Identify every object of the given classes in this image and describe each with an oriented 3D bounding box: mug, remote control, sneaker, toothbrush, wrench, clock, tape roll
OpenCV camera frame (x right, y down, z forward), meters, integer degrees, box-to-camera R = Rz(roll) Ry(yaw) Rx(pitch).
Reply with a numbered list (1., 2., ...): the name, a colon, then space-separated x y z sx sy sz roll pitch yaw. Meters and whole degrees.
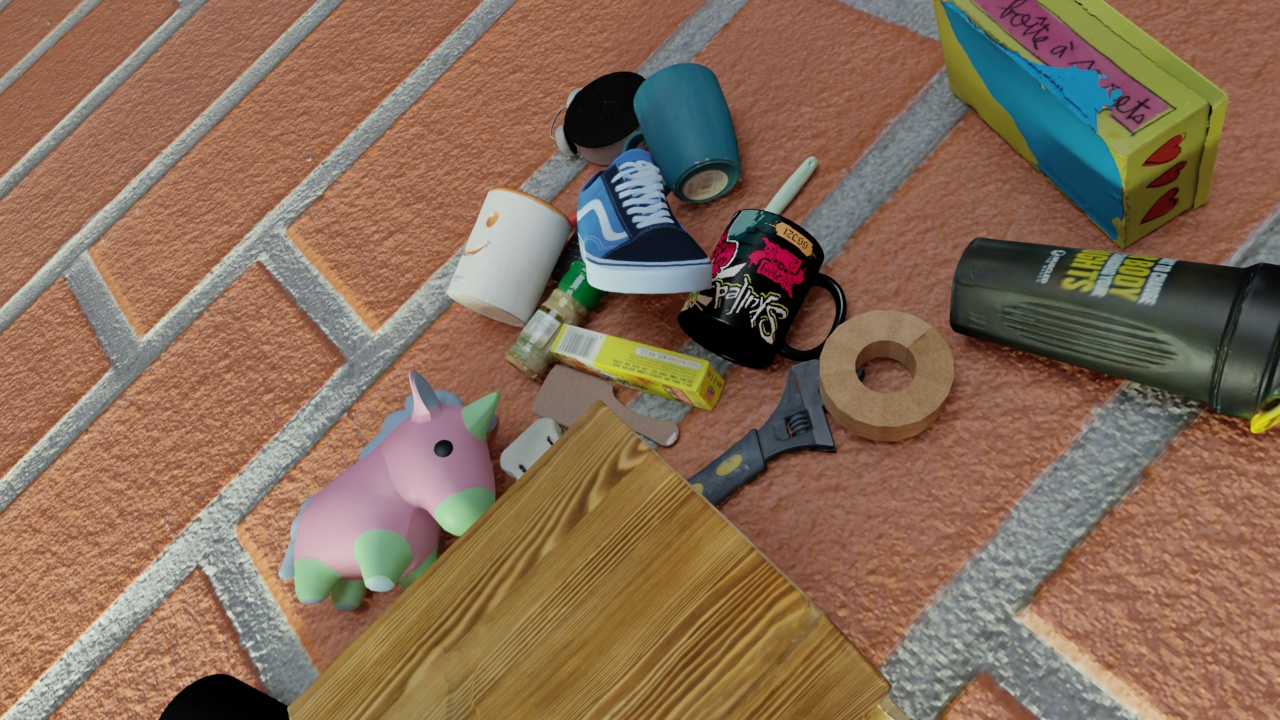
1. mug: 0.034 -0.194 0.834 0.112 0.084 0.104 -29 63 24
2. remote control: -0.040 -0.130 0.871 0.032 0.015 0.136 20 76 32
3. mug: -0.119 -0.093 0.839 0.082 0.082 0.105 16 80 31
4. sneaker: -0.008 -0.115 0.730 0.083 0.098 0.241 -5 18 -14
5. mug: 0.104 -0.048 0.725 0.118 0.082 0.098 27 75 6
6. toothbrush: 0.105 -0.118 0.795 0.022 0.015 0.154 39 83 1
7. wrench: 0.060 0.089 0.696 0.273 0.022 0.073 -37 55 2
8. clock: -0.037 -0.240 0.919 0.123 0.035 0.094 4 65 28
9. tape roll: 0.178 0.010 0.668 0.094 0.027 0.093 -5 63 9

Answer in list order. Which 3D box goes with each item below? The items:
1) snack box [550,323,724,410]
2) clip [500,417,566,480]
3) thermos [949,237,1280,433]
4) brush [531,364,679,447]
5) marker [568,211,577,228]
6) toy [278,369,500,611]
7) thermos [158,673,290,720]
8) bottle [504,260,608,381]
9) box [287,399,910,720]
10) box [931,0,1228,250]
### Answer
1. snack box: -0.005 0.004 0.763 0.148 0.040 0.028 15 71 31
2. clip: -0.053 0.110 0.724 0.126 0.101 0.152 -42 22 -4
3. thermos: 0.320 -0.026 0.598 0.221 0.098 0.098 17 71 35
4. brush: -0.026 0.045 0.770 0.136 0.015 0.049 19 72 26
5. marker: -0.115 -0.110 0.897 0.142 0.013 0.012 -27 55 10
6. toy: -0.211 0.112 0.765 0.223 0.120 0.171 -15 63 22
7. thermos: -0.269 0.311 0.689 0.199 0.086 0.086 11 68 30
8. bottle: -0.074 -0.035 0.817 0.043 0.043 0.111 31 81 35
9. box: -0.030 0.210 0.547 0.279 0.192 0.251 -46 40 -3
10. box: 0.316 -0.198 0.675 0.079 0.124 0.220 -35 52 7
